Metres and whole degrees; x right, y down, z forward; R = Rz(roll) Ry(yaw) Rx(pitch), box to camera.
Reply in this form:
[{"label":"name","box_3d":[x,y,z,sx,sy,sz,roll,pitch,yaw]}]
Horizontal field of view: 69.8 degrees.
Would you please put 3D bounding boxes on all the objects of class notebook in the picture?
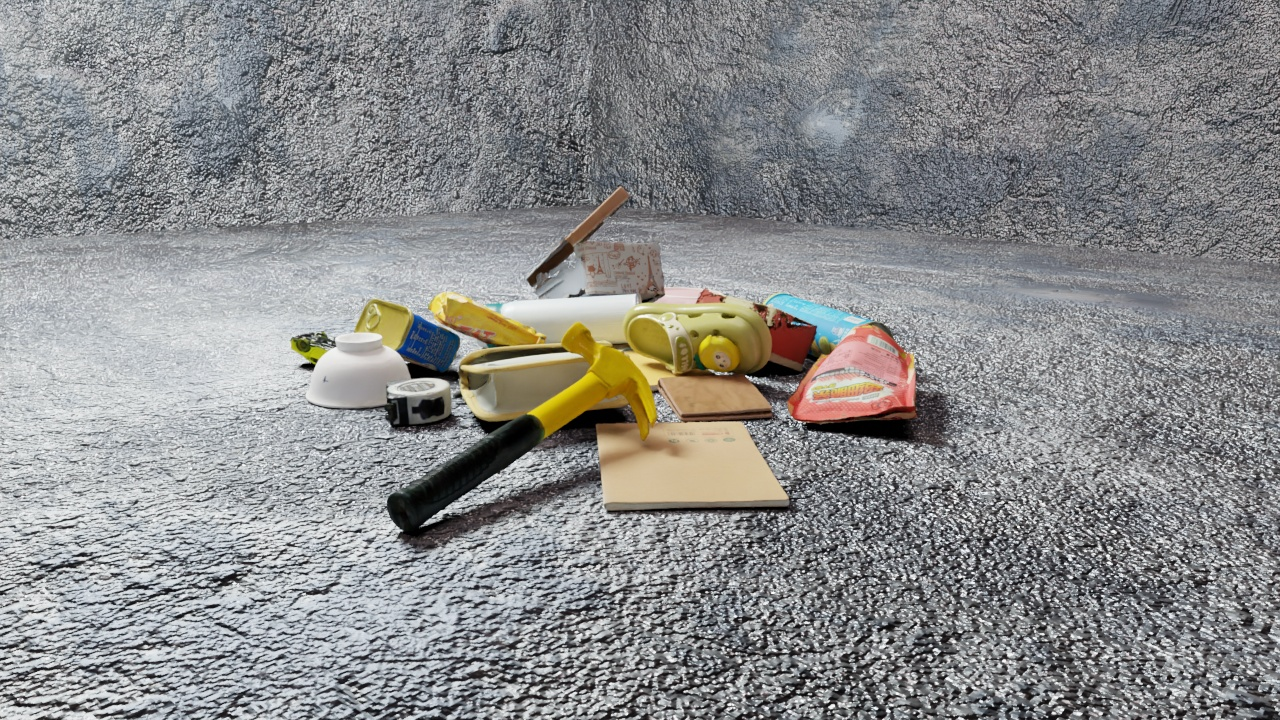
[{"label":"notebook","box_3d":[-0.007,0.007,1.138,0.145,0.010,0.206,-5,15,-23]},{"label":"notebook","box_3d":[0.036,0.088,0.814,0.148,0.008,0.207,-1,14,-4]}]

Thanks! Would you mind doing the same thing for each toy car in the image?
[{"label":"toy car","box_3d":[-0.380,-0.008,1.132,0.105,0.032,0.048,15,16,9]}]

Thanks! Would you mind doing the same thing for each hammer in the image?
[{"label":"hammer","box_3d":[-0.092,0.058,0.774,0.129,0.033,0.299,39,38,15]}]

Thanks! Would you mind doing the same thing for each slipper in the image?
[{"label":"slipper","box_3d":[0.057,-0.016,1.071,0.191,0.092,0.081,8,40,28]}]

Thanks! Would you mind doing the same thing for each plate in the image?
[{"label":"plate","box_3d":[0.070,-0.090,1.463,0.192,0.039,0.192,2,11,-1]}]

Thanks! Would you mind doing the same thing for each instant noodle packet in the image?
[{"label":"instant noodle packet","box_3d":[-0.184,-0.042,1.087,0.128,0.044,0.111,26,-5,-24]}]

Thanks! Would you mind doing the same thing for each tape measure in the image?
[{"label":"tape measure","box_3d":[-0.226,0.041,0.934,0.066,0.033,0.065,-5,17,-12]}]

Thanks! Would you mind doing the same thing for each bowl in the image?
[{"label":"bowl","box_3d":[-0.308,0.006,1.008,0.118,0.065,0.118,1,15,0]}]

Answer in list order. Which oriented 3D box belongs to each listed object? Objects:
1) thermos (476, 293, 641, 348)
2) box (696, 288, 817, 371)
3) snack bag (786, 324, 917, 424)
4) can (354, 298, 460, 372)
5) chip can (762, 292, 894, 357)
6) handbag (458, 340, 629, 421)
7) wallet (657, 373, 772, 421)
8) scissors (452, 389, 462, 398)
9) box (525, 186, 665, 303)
[{"label":"thermos","box_3d":[-0.110,-0.049,1.225,0.224,0.073,0.073,-3,14,5]},{"label":"box","box_3d":[0.141,-0.049,1.180,0.091,0.078,0.168,19,2,-34]},{"label":"snack bag","box_3d":[0.236,0.023,0.993,0.129,0.073,0.207,1,18,18]},{"label":"can","box_3d":[-0.280,-0.028,1.105,0.102,0.057,0.083,14,-11,43]},{"label":"chip can","box_3d":[0.239,-0.037,1.208,0.071,0.071,0.210,-5,16,-24]},{"label":"handbag","box_3d":[-0.109,0.007,0.969,0.163,0.063,0.179,-5,13,-22]},{"label":"wallet","box_3d":[0.079,0.040,0.994,0.101,0.020,0.115,-3,17,-11]},{"label":"scissors","box_3d":[-0.105,0.022,1.040,0.224,0.015,0.189,-15,22,-41]},{"label":"box","box_3d":[-0.076,-0.151,1.329,0.150,0.166,0.182,0,-12,-29]}]
